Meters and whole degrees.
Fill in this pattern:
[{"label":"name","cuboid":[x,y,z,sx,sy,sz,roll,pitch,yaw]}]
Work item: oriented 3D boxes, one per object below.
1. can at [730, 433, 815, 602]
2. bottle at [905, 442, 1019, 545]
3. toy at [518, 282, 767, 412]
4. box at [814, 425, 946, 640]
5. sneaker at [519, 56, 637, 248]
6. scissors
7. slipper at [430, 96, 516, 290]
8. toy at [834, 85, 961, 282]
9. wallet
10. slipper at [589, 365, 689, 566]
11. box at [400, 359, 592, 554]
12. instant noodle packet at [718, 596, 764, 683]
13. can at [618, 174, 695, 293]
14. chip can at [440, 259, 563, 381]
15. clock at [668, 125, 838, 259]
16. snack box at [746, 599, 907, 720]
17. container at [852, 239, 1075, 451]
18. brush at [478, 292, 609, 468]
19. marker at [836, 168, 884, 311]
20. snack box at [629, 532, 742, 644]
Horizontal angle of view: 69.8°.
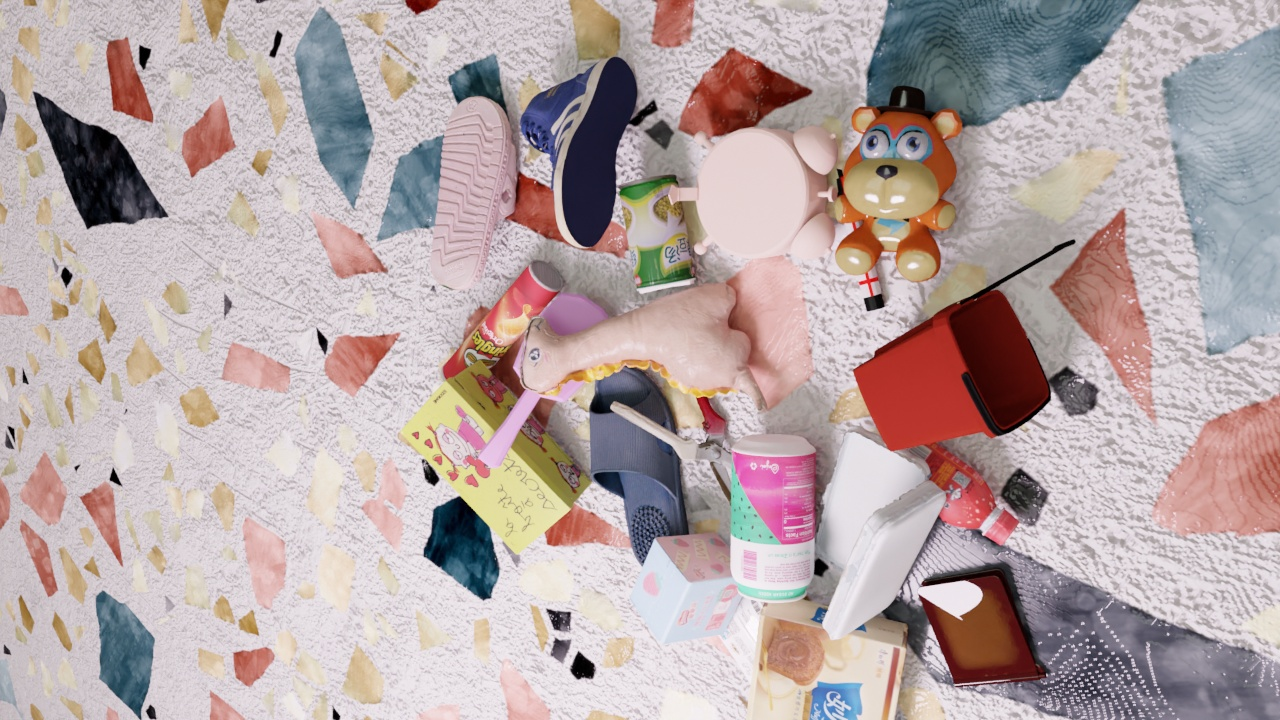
[{"label":"can","cuboid":[0.140,0.165,0.975,0.088,0.088,0.166,2,94,32]},{"label":"bottle","cuboid":[0.299,0.125,0.891,0.137,0.061,0.062,39,118,21]},{"label":"toy","cuboid":[-0.006,0.006,1.019,0.264,0.065,0.196,-21,76,10]},{"label":"box","cuboid":[0.212,0.183,0.893,0.130,0.105,0.212,31,138,30]},{"label":"sneaker","cuboid":[-0.089,-0.223,1.007,0.119,0.091,0.232,-4,65,37]},{"label":"scissors","cuboid":[0.055,0.076,1.040,0.179,0.015,0.196,0,82,0]},{"label":"slipper","cuboid":[-0.201,-0.204,1.143,0.094,0.064,0.239,12,93,27]},{"label":"toy","cuboid":[0.240,-0.164,0.857,0.112,0.096,0.176,8,93,29]},{"label":"wallet","cuboid":[0.342,0.271,0.924,0.092,0.018,0.115,-20,92,34]},{"label":"slipper","cuboid":[-0.007,0.135,1.079,0.101,0.082,0.263,-11,94,32]},{"label":"box","cuboid":[-0.181,0.123,1.161,0.125,0.082,0.221,-40,90,32]},{"label":"instant noodle packet","cuboid":[0.141,0.333,1.057,0.087,0.026,0.134,-42,77,32]},{"label":"can","cuboid":[0.018,-0.138,1.012,0.067,0.067,0.121,-7,96,34]},{"label":"chip can","cuboid":[-0.179,-0.040,1.169,0.215,0.051,0.052,-44,76,31]},{"label":"clock","cuboid":[0.119,-0.169,0.932,0.161,0.086,0.131,6,103,30]},{"label":"snack box","cuboid":[0.196,0.369,0.993,0.153,0.055,0.207,9,105,17]},{"label":"container","cuboid":[0.307,-0.004,0.807,0.201,0.147,0.127,-29,83,43]},{"label":"brush","cuboid":[-0.116,0.028,1.093,0.089,0.043,0.228,34,92,10]},{"label":"marker","cuboid":[0.217,-0.121,0.916,0.019,0.019,0.145,-14,93,34]},{"label":"snack box","cuboid":[0.056,0.257,1.044,0.079,0.094,0.093,46,124,45]}]
